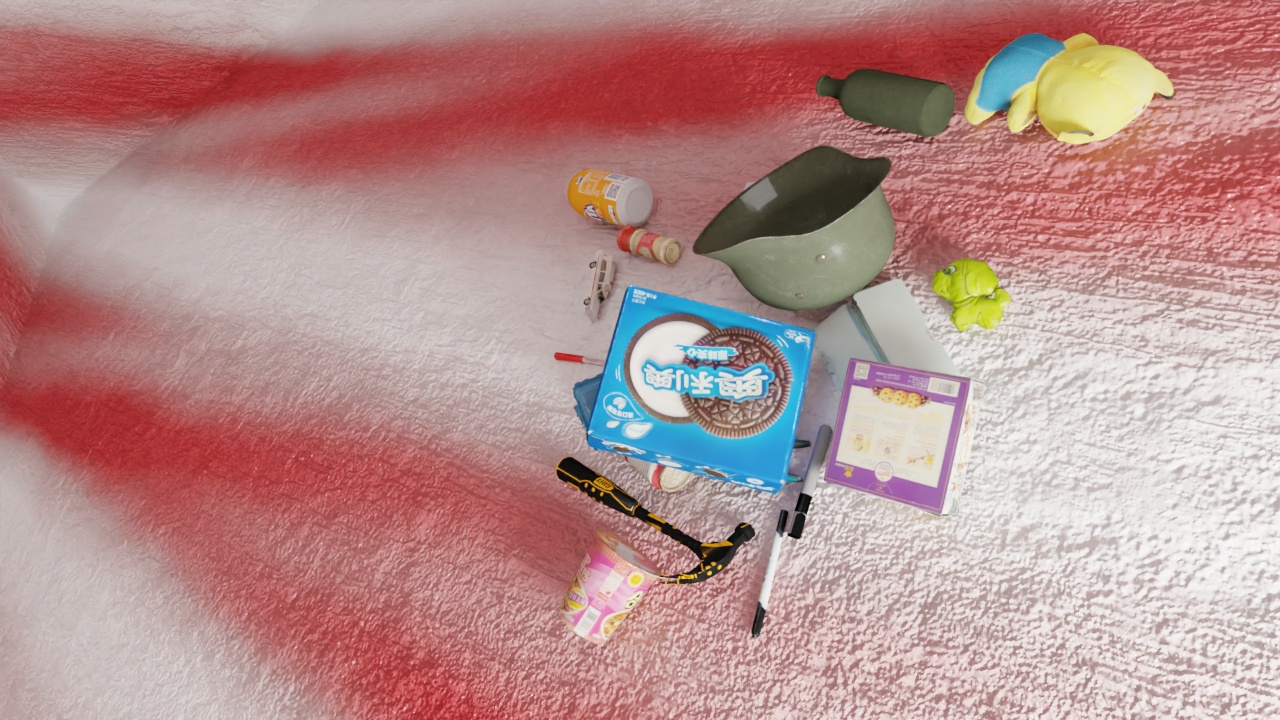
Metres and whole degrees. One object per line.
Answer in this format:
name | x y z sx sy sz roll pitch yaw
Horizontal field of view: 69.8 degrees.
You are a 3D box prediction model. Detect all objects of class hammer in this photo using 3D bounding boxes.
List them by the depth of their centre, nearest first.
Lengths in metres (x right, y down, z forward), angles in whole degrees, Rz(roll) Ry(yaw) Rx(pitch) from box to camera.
hammer | -0.008 0.191 1.160 0.123 0.036 0.321 -32 34 -29

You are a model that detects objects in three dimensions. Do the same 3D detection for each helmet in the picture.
helmet | 0.217 -0.150 1.146 0.269 0.154 0.226 -19 26 48

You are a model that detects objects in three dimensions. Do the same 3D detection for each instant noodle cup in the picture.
instant noodle cup | -0.043 0.277 1.111 0.098 0.097 0.108 34 91 44

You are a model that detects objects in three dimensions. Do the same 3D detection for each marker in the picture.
marker | 0.148 0.242 1.047 0.011 0.011 0.151 0 61 36
marker | 0.199 0.141 1.074 0.016 0.016 0.140 5 64 38
marker | -0.075 0.000 1.371 0.142 0.013 0.012 8 66 39

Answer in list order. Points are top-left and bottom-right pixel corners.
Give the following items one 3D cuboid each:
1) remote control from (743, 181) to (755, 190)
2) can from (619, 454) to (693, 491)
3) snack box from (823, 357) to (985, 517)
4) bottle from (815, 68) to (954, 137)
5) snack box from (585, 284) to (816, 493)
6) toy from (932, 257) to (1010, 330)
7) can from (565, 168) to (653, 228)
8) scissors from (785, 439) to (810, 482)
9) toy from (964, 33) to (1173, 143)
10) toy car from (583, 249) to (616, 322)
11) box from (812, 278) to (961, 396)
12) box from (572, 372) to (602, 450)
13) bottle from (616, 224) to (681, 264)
remote control | 0.207 -0.247 1.330 0.131 0.012 0.033 3 61 37
can | 0.000 0.105 1.207 0.067 0.067 0.170 -50 46 -3
snack box | 0.285 0.080 1.001 0.144 0.040 0.148 13 91 41
bottle | 0.332 -0.366 1.278 0.207 0.071 0.071 31 82 44
snack box | 0.072 0.033 1.091 0.239 0.056 0.195 14 71 2
toy | 0.385 -0.079 1.073 0.094 0.036 0.093 2 70 36
can | -0.052 -0.264 1.483 0.143 0.079 0.079 23 76 43
scissors | 0.143 0.121 1.126 0.128 0.019 0.153 -40 47 6
toy | 0.513 -0.335 1.118 0.149 0.084 0.214 -47 43 2
toy car | -0.061 -0.116 1.423 0.039 0.039 0.112 1 60 12
box | 0.290 0.000 1.089 0.136 0.049 0.197 -31 47 16
box | 0.024 0.026 1.191 0.231 0.094 0.102 -23 15 -11
bottle | 0.012 -0.177 1.404 0.109 0.044 0.044 23 76 42
